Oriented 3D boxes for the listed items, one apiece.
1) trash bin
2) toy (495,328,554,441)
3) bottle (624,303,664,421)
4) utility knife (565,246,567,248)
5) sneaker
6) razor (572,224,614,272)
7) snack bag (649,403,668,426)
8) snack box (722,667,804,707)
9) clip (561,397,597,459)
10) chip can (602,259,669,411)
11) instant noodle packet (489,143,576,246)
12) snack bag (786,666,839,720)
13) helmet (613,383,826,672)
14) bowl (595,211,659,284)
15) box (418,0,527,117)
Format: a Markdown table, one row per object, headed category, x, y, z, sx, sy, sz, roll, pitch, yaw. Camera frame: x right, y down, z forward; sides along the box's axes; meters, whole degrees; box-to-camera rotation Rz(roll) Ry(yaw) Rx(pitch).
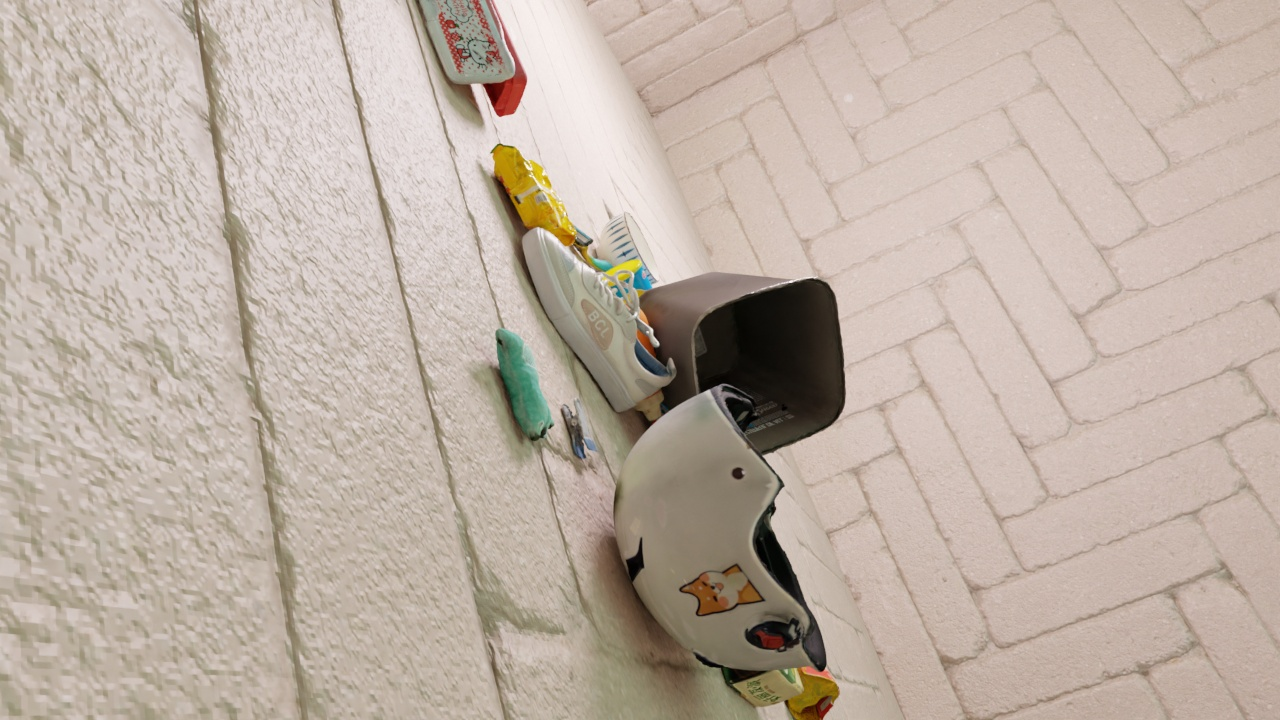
| category | x | y | z | sx | sy | sz | roll | pitch | yaw |
| --- | --- | --- | --- | --- | --- | --- | --- | --- | --- |
| trash bin | 0.109 | -0.009 | 1.145 | 0.220 | 0.198 | 0.199 | 27 | -49 | 62 |
| toy | -0.093 | 0.025 | 0.749 | 0.096 | 0.030 | 0.092 | 55 | 17 | -73 |
| bottle | -0.007 | 0.007 | 1.127 | 0.066 | 0.067 | 0.149 | -83 | 154 | -70 |
| utility knife | -0.072 | -0.097 | 1.139 | 0.031 | 0.019 | 0.183 | -102 | 170 | -64 |
| sneaker | -0.039 | -0.051 | 1.005 | 0.242 | 0.091 | 0.089 | 58 | 12 | -30 |
| razor | -0.062 | -0.144 | 1.267 | 0.043 | 0.028 | 0.132 | 36 | -1 | 27 |
| snack bag | 0.026 | 0.080 | 1.195 | 0.045 | 0.026 | 0.105 | 54 | 12 | -15 |
| snack box | 0.117 | 0.278 | 1.093 | 0.114 | 0.063 | 0.239 | 52 | 17 | -49 |
| clip | -0.057 | 0.063 | 0.857 | 0.026 | 0.037 | 0.058 | 37 | 29 | -63 |
| chip can | 0.014 | -0.032 | 1.271 | 0.210 | 0.071 | 0.071 | 62 | 11 | -19 |
| instant noodle packet | -0.119 | -0.183 | 1.037 | 0.110 | 0.044 | 0.128 | 59 | 7 | 5 |
| snack bag | 0.224 | 0.415 | 1.320 | 0.207 | 0.073 | 0.129 | -103 | 169 | -68 |
| helmet | 0.062 | 0.166 | 0.834 | 0.229 | 0.157 | 0.274 | -91 | 165 | -68 |
| bowl | -0.025 | -0.157 | 1.371 | 0.116 | 0.066 | 0.116 | 60 | 13 | -24 |
| box | -0.211 | -0.380 | 1.057 | 0.201 | 0.100 | 0.095 | 67 | -30 | 16 |
